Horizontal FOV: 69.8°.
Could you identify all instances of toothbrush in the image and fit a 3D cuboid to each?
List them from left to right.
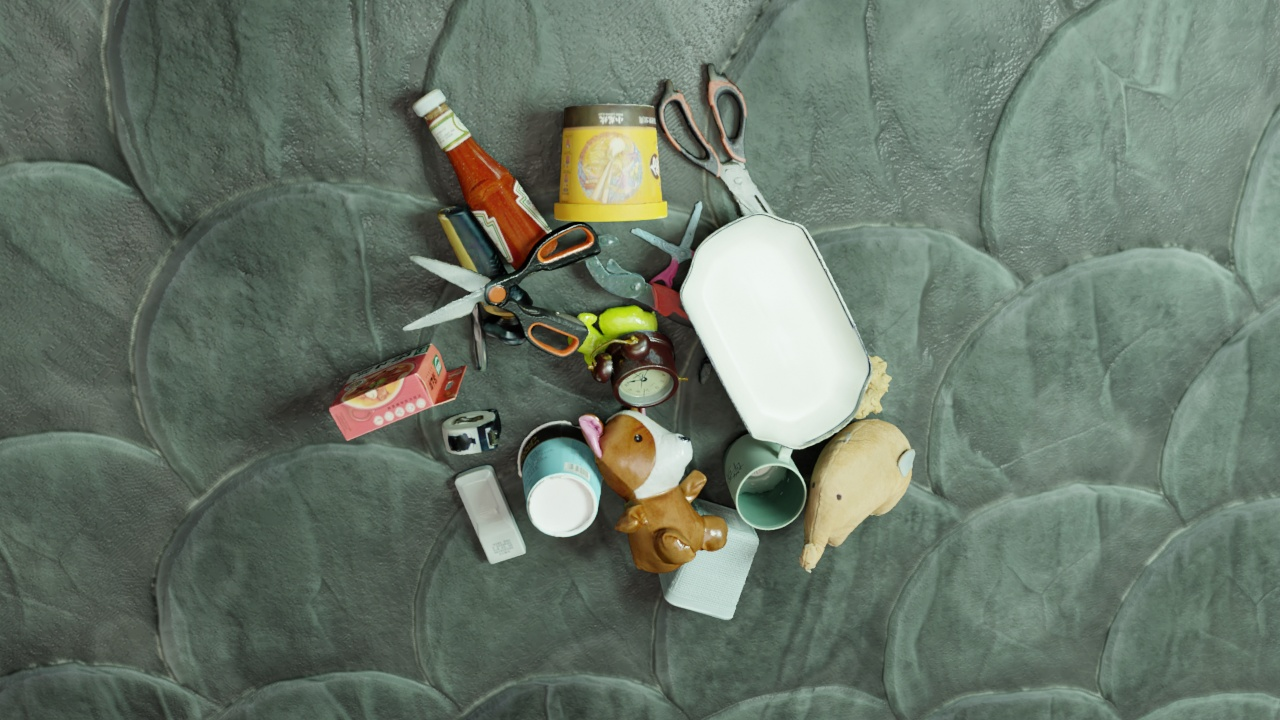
[{"bbox_3d":[-0.188,-0.071,1.035,0.015,0.018,0.181,-6,111,-6],"label":"toothbrush"},{"bbox_3d":[0.094,-0.055,1.042,0.014,0.016,0.189,15,114,-1],"label":"toothbrush"}]

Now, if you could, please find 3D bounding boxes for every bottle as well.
[{"bbox_3d":[-0.166,-0.191,0.973,0.060,0.059,0.206,-32,108,7],"label":"bottle"}]

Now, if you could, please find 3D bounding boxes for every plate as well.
[{"bbox_3d":[0.148,-0.031,1.012,0.162,0.034,0.266,-31,103,-4],"label":"plate"}]

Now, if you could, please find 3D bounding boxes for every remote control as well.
[{"bbox_3d":[-0.184,0.189,1.122,0.049,0.024,0.125,-18,110,3],"label":"remote control"}]

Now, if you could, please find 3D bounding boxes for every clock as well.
[{"bbox_3d":[-0.006,0.006,1.026,0.082,0.055,0.122,-33,137,24],"label":"clock"}]

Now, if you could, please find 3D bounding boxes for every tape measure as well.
[{"bbox_3d":[-0.195,0.083,1.061,0.066,0.065,0.033,-9,105,-4],"label":"tape measure"}]

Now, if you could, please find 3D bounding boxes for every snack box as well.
[{"bbox_3d":[-0.264,0.028,1.011,0.127,0.113,0.044,-21,108,2],"label":"snack box"}]

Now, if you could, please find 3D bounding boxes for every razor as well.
[{"bbox_3d":[-0.171,-0.092,1.000,0.068,0.062,0.167,-18,115,21],"label":"razor"}]

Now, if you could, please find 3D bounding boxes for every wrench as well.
[{"bbox_3d":[0.056,-0.057,1.029,0.273,0.016,0.056,29,109,-9],"label":"wrench"}]

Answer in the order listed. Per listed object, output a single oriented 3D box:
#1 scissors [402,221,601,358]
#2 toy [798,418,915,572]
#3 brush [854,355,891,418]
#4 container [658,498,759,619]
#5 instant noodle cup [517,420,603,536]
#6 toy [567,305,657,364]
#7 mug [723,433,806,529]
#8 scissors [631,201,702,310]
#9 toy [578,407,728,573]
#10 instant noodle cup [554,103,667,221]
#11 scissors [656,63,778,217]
[{"bbox_3d":[-0.132,-0.077,0.966,0.227,0.022,0.221,-47,128,-3],"label":"scissors"},{"bbox_3d":[0.237,0.151,1.062,0.225,0.083,0.143,-27,115,-40],"label":"toy"},{"bbox_3d":[0.184,-0.013,1.074,0.254,0.045,0.083,30,115,-9],"label":"brush"},{"bbox_3d":[0.085,0.240,1.128,0.090,0.090,0.111,18,103,-10],"label":"container"},{"bbox_3d":[-0.091,0.143,1.061,0.111,0.120,0.111,-1,109,-4],"label":"instant noodle cup"},{"bbox_3d":[-0.028,-0.029,1.052,0.100,0.031,0.096,-37,119,15],"label":"toy"},{"bbox_3d":[0.148,0.125,1.080,0.082,0.106,0.112,17,107,-9],"label":"mug"},{"bbox_3d":[0.048,-0.114,1.035,0.133,0.017,0.135,25,100,-5],"label":"scissors"},{"bbox_3d":[0.014,0.137,1.035,0.131,0.140,0.199,-36,74,26],"label":"toy"},{"bbox_3d":[-0.032,-0.204,0.952,0.118,0.118,0.114,-2,101,-4],"label":"instant noodle cup"},{"bbox_3d":[0.108,-0.220,1.005,0.204,0.015,0.199,13,107,-9],"label":"scissors"}]
